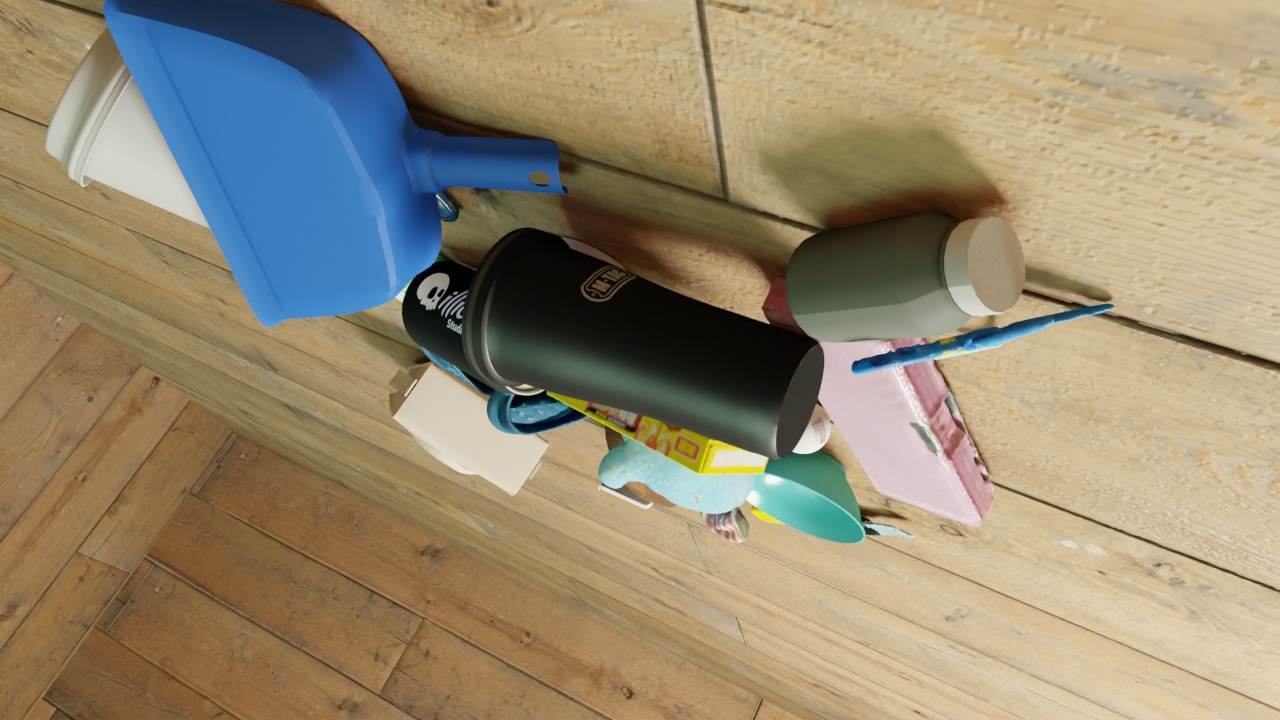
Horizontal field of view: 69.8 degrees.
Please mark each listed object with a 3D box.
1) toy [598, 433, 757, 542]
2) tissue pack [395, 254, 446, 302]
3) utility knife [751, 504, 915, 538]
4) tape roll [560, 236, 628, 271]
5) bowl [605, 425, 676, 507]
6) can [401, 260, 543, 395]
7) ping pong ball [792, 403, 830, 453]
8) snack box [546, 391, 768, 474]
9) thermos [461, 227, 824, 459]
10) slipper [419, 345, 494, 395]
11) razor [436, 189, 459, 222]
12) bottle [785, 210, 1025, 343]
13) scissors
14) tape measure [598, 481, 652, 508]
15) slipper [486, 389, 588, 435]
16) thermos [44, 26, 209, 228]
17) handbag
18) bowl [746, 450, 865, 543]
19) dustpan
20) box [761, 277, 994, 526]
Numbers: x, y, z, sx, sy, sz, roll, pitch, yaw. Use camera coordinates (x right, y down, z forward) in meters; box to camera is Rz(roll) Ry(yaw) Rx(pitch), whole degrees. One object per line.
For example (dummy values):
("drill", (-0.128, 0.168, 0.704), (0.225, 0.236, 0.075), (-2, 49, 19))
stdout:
("toy", (0.017, 0.065, 0.756), (0.181, 0.114, 0.183), (1, 118, 58))
("tissue pack", (-0.227, -0.092, 0.823), (0.114, 0.034, 0.100), (34, 157, -19))
("utility knife", (0.180, 0.153, 0.883), (0.029, 0.020, 0.198), (39, 158, -28))
("tape roll", (-0.040, -0.055, 0.684), (0.094, 0.019, 0.094), (26, 159, 10))
("bowl", (0.021, 0.102, 0.898), (0.147, 0.068, 0.147), (25, 159, 10))
("can", (-0.126, -0.028, 0.741), (0.146, 0.080, 0.080), (24, 162, 44))
("ping pong ball", (0.122, 0.050, 0.687), (0.040, 0.040, 0.040), (25, 159, 10))
("snack box", (0.011, 0.039, 0.638), (0.152, 0.025, 0.075), (24, -169, 40))
("thermos", (-0.002, -0.009, 0.570), (0.219, 0.105, 0.106), (19, 157, 25))
("slipper", (-0.162, -0.010, 0.894), (0.104, 0.059, 0.214), (41, 155, -24))
("razor", (-0.163, -0.143, 0.641), (0.044, 0.018, 0.141), (-2, 152, 16))
("bottle", (0.126, -0.040, 0.447), (0.060, 0.060, 0.109), (40, 157, -27))
("scissors", (0.172, -0.009, 0.465), (0.126, 0.016, 0.125), (-15, 178, 26))
("tape measure", (-0.007, 0.121, 0.986), (0.064, 0.064, 0.017), (23, 159, 9))
("slipper", (-0.079, 0.035, 0.845), (0.103, 0.059, 0.214), (-7, 163, -22))
("thermos", (-0.298, -0.144, 0.685), (0.221, 0.131, 0.132), (30, 161, -25))
("handbag", (-0.229, 0.075, 1.151), (0.194, 0.101, 0.198), (37, 170, -20))
("bowl", (0.142, 0.106, 0.784), (0.121, 0.046, 0.121), (25, 159, 10))
("dustpan", (-0.171, -0.116, 0.584), (0.258, 0.059, 0.246), (8, 133, 21))
("box", (0.163, 0.030, 0.603), (0.098, 0.041, 0.233), (18, 157, 45))
